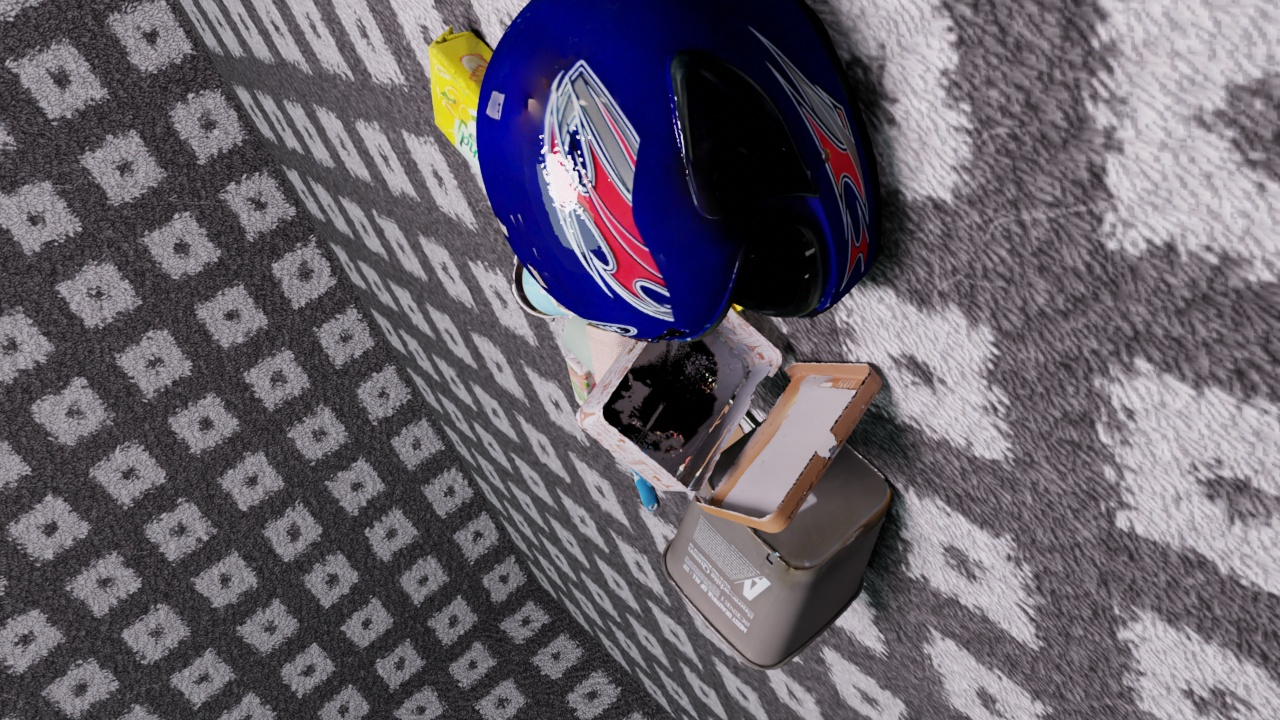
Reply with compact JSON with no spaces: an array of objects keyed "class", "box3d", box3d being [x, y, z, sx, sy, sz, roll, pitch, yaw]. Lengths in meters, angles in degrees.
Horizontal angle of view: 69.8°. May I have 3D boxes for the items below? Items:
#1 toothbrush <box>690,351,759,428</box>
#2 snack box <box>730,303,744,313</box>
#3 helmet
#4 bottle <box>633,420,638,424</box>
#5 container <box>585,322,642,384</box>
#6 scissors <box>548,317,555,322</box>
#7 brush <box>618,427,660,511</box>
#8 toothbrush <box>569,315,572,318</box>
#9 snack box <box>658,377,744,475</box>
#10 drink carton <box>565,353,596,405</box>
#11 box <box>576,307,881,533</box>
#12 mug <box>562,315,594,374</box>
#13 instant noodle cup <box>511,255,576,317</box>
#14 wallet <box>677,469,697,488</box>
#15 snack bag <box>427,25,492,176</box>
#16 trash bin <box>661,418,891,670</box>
[{"class":"toothbrush","box3d":[0.095,0.032,1.109,0.186,0.012,0.017,48,166,13]},{"class":"snack box","box3d":[0.064,-0.109,0.910,0.140,0.033,0.087,50,161,1]},{"class":"helmet","box3d":[0.017,-0.131,0.677,0.247,0.240,0.315,17,141,61]},{"class":"bottle","box3d":[-0.006,0.064,1.313,0.063,0.063,0.108,41,158,29]},{"class":"container","box3d":[-0.007,0.006,1.116,0.090,0.089,0.111,-160,61,-65]},{"class":"scissors","box3d":[-0.110,-0.093,1.309,0.161,0.019,0.179,38,147,20]},{"class":"brush","box3d":[0.001,0.175,1.510,0.109,0.060,0.315,39,159,48]},{"class":"toothbrush","box3d":[-0.124,-0.130,1.325,0.016,0.016,0.180,9,131,49]},{"class":"snack box","box3d":[0.066,0.084,1.163,0.094,0.077,0.093,12,135,61]},{"class":"drink carton","box3d":[-0.076,0.028,1.422,0.045,0.053,0.123,42,158,28]},{"class":"box","box3d":[0.068,0.031,0.859,0.158,0.180,0.218,45,162,-22]},{"class":"mug","box3d":[-0.036,-0.028,1.213,0.106,0.082,0.112,44,132,26]},{"class":"instant noodle cup","box3d":[-0.093,-0.101,1.140,0.111,0.111,0.120,60,166,-19]},{"class":"wallet","box3d":[0.070,0.149,1.355,0.121,0.019,0.097,57,159,-16]},{"class":"snack bag","box3d":[-0.158,-0.267,1.087,0.246,0.068,0.158,49,159,11]},{"class":"trash bin","box3d":[0.150,0.187,1.002,0.199,0.198,0.220,44,153,24]}]
